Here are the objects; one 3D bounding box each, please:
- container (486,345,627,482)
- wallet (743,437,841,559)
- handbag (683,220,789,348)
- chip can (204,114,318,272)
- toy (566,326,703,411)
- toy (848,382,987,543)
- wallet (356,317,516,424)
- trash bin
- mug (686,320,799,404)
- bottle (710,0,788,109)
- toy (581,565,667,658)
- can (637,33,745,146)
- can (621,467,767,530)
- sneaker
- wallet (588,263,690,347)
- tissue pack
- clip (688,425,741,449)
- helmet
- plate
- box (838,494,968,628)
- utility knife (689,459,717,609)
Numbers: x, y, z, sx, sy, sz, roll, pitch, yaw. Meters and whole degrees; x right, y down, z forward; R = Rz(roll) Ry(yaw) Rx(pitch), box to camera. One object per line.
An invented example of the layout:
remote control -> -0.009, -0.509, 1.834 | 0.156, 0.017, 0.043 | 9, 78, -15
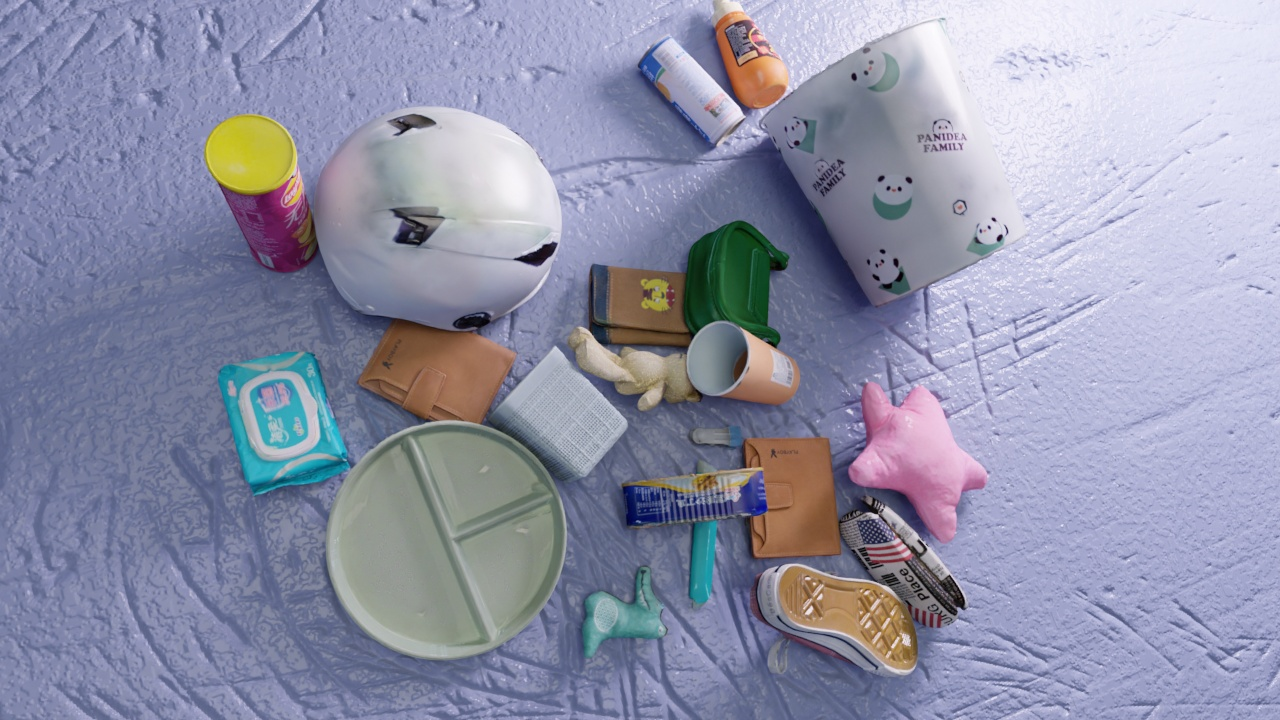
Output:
container -> -0.082, 0.060, 0.936 | 0.111, 0.090, 0.090 | 43, 71, -3
wallet -> 0.165, 0.150, 1.007 | 0.107, 0.031, 0.131 | 1, 75, -15
handbag -> 0.112, -0.081, 1.021 | 0.120, 0.068, 0.131 | 17, 67, -30
chip can -> -0.346, -0.148, 0.855 | 0.071, 0.211, 0.071 | 3, 76, -13
toy -> -0.006, 0.006, 0.960 | 0.157, 0.105, 0.066 | 19, 110, -30
toy -> 0.317, 0.103, 1.034 | 0.194, 0.075, 0.178 | 32, 56, -17
wallet -> -0.211, 0.016, 0.946 | 0.130, 0.035, 0.118 | 26, 66, -6
trash bin -> 0.291, -0.211, 1.035 | 0.229, 0.230, 0.252 | -26, 90, -19
mug -> 0.116, 0.009, 0.981 | 0.122, 0.078, 0.078 | 17, 68, -48
bottle -> 0.125, -0.380, 1.114 | 0.066, 0.067, 0.149 | -19, 75, -18
toy -> -0.015, 0.257, 0.936 | 0.092, 0.030, 0.096 | 9, 67, -17
can -> 0.061, -0.317, 1.082 | 0.053, 0.053, 0.134 | -43, 89, -20
can -> 0.056, 0.143, 0.947 | 0.148, 0.074, 0.049 | -7, 80, 5
sneaker -> 0.192, 0.271, 0.953 | 0.241, 0.088, 0.118 | 27, 58, -31
wallet -> 0.000, -0.059, 1.017 | 0.115, 0.033, 0.090 | 4, 75, -17
tissue pack -> -0.345, 0.060, 0.889 | 0.093, 0.050, 0.133 | -18, 82, -18
clip -> 0.082, 0.084, 1.008 | 0.058, 0.038, 0.026 | 3, 77, -15
helmet -> -0.183, -0.156, 0.910 | 0.258, 0.146, 0.228 | 2, 74, -27
plate -> -0.187, 0.173, 0.896 | 0.230, 0.027, 0.230 | 1, 86, -14
box -> 0.282, 0.226, 0.999 | 0.082, 0.075, 0.163 | -39, 90, -8
utility knife -> 0.067, 0.186, 0.982 | 0.029, 0.013, 0.157 | 7, 77, -10
